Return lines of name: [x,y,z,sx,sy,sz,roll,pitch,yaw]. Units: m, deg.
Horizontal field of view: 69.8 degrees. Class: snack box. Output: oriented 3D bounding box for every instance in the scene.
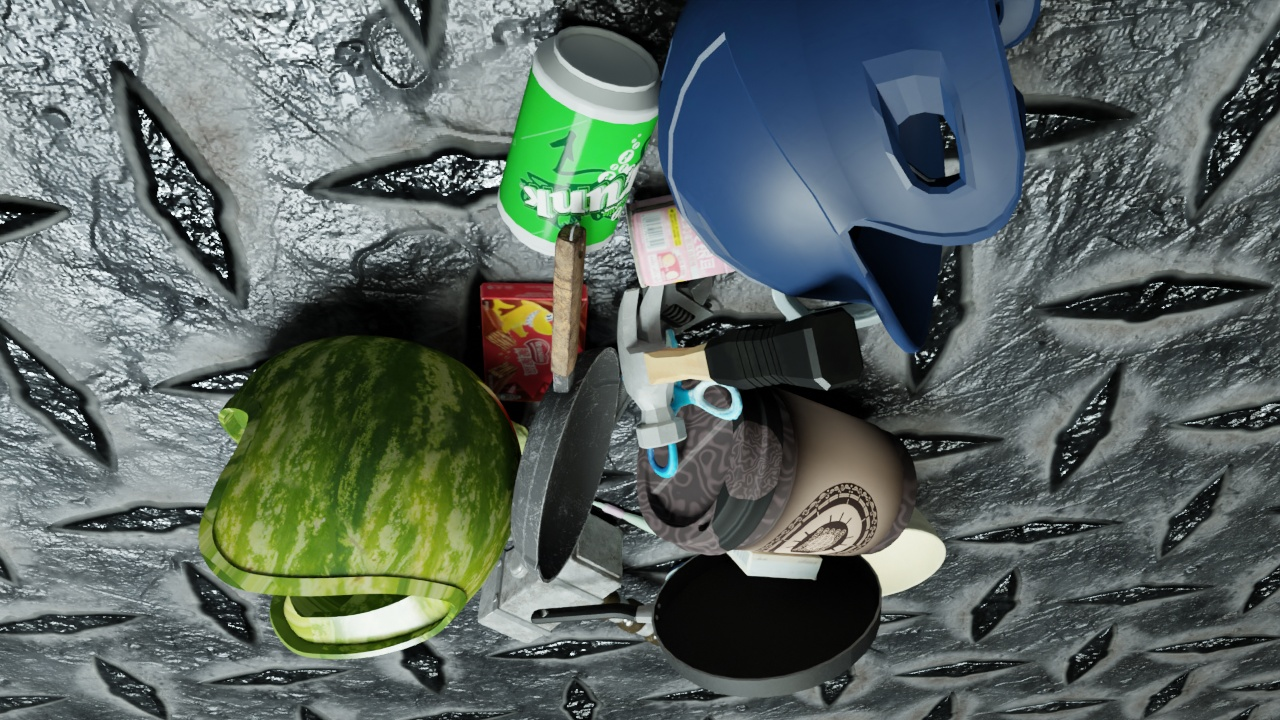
snack box: [0.115,0.179,0.952,0.082,0.150,0.026,9,103,-23]
snack box: [-0.094,-0.013,0.806,0.089,0.021,0.133,0,137,-6]

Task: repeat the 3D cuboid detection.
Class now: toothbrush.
toothbrush: [-0.007,0.180,1.033,0.154,0.015,0.022,26,163,-30]

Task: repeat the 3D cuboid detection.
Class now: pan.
pan: [0.060,0.254,0.921,0.357,0.224,0.034,-8,112,13]
pan: [-0.060,0.031,0.716,0.040,0.207,0.358,14,138,11]

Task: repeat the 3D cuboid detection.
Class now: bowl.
bowl: [0.261,0.201,1.043,0.150,0.075,0.151,-3,139,-3]

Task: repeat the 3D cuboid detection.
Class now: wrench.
wrench: [-0.005,0.005,0.842,0.073,0.018,0.274,13,136,-18]

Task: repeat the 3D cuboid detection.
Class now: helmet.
helmet: [-0.218,0.095,0.745,0.243,0.246,0.214,-8,147,-5]
helmet: [0.126,-0.131,0.551,0.224,0.231,0.272,-11,127,34]

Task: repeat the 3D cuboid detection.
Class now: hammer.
hammer: [0.051,0.000,0.636,0.039,0.131,0.329,-13,-178,-19]
hammer: [-0.018,0.301,1.094,0.326,0.079,0.177,33,125,-28]

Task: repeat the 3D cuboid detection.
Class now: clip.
clip: [0.172,-0.062,0.783,0.166,0.032,0.164,-19,135,15]

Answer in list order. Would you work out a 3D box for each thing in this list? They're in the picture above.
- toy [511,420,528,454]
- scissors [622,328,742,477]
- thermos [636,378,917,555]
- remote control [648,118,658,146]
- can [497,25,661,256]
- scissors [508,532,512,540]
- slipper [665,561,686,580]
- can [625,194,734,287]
toy: [-0.151,0.091,0.894,0.091,0.045,0.135,22,145,-14]
scissors: [0.031,0.043,0.796,0.011,0.134,0.140,-13,116,-47]
thermos: [0.134,0.106,0.866,0.226,0.172,0.173,15,134,-30]
remote control: [0.050,-0.160,0.671,0.140,0.009,0.030,12,135,-19]
can: [-0.042,-0.144,0.621,0.087,0.087,0.140,9,136,-16]
scissors: [-0.228,0.177,0.995,0.229,0.016,0.226,8,141,-20]
slipper: [0.151,0.327,1.182,0.118,0.060,0.295,-33,131,22]
can: [0.032,-0.094,0.699,0.076,0.067,0.067,-10,138,5]
